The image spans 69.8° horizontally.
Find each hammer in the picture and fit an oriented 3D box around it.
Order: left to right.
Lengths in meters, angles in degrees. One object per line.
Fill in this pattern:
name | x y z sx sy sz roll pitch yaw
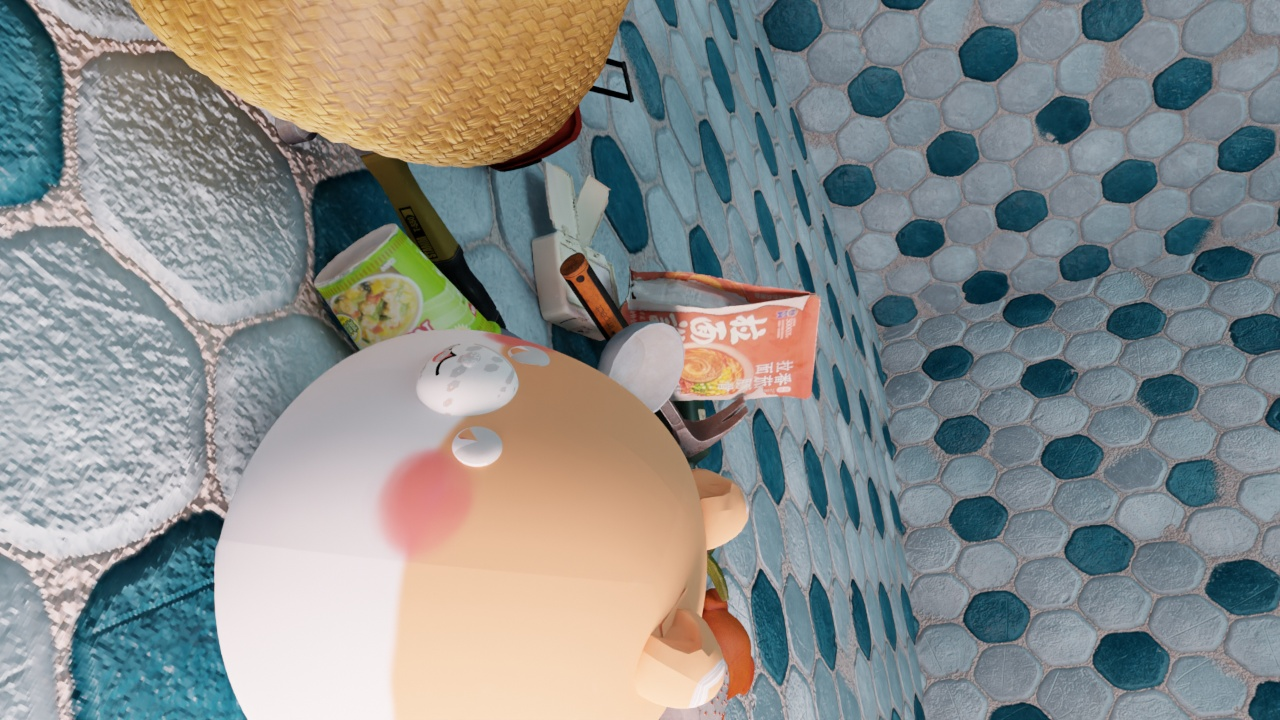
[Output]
hammer | -0.146 -0.063 0.725 0.025 0.118 0.333 -77 151 -45
hammer | 0.009 -0.001 1.008 0.314 0.138 0.035 57 14 -40

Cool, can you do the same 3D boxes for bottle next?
bottle | 0.052 0.096 1.162 0.061 0.061 0.131 27 52 -61

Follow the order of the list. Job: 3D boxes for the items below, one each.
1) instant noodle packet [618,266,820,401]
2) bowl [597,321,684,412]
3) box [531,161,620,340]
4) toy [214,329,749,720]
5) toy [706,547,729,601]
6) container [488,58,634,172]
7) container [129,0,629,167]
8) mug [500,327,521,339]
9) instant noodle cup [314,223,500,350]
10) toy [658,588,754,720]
instant noodle packet | 0.092 -0.021 1.064 0.083 0.221 0.165 -80 170 -47
bowl | -0.006 0.006 0.944 0.106 0.039 0.106 -23 126 -36
box | -0.067 -0.121 1.021 0.143 0.050 0.183 18 62 -65
toy | -0.086 0.110 0.517 0.262 0.281 0.266 -69 160 -56
toy | 0.037 0.183 1.043 0.179 0.078 0.153 62 5 37
container | -0.114 -0.265 0.886 0.200 0.127 0.148 -7 84 -59
container | -0.158 -0.263 0.555 0.307 0.197 0.306 24 32 -16
mug | -0.112 0.042 0.716 0.103 0.124 0.084 -71 -176 -53
instant noodle cup | -0.171 -0.034 0.658 0.108 0.099 0.098 55 28 -26
toy | 0.063 0.340 1.013 0.172 0.093 0.164 -31 103 -55
